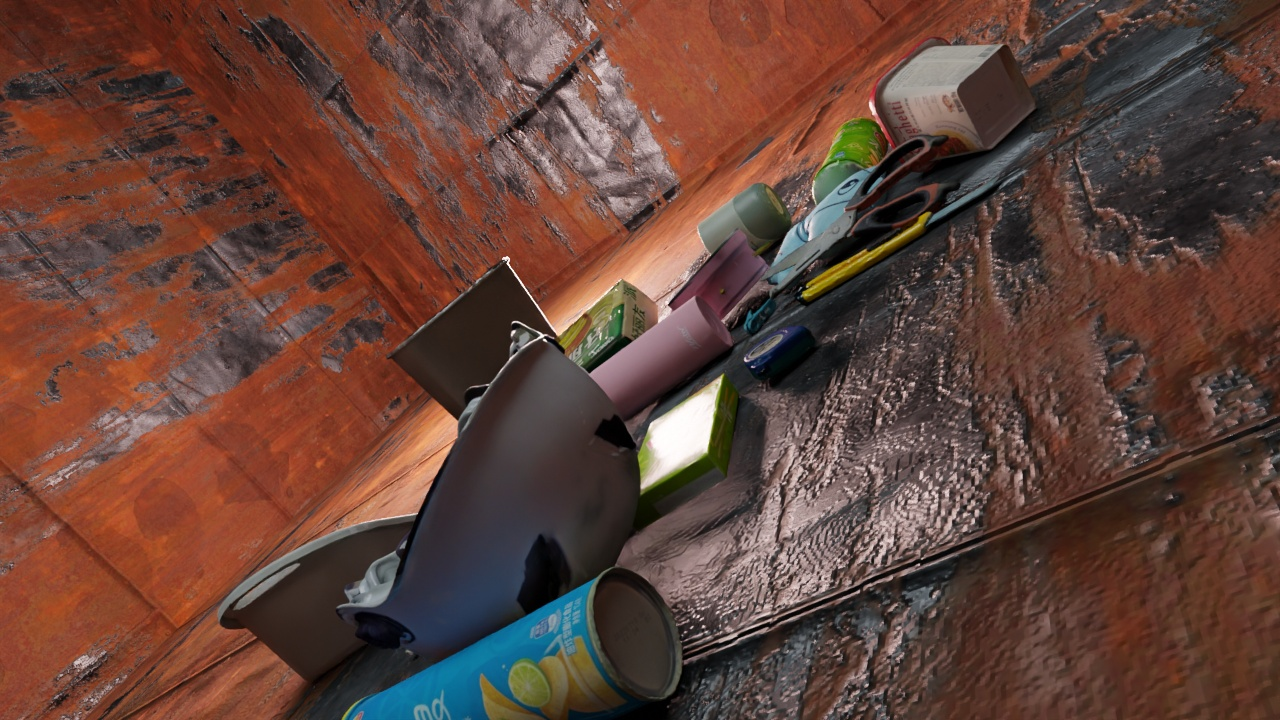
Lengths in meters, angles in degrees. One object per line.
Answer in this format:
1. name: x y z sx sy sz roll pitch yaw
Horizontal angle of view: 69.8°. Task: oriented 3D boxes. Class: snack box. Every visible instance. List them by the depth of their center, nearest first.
1. snack box: 0.035 0.069 0.733 0.086 0.026 0.156 -35 11 20
2. snack box: -0.079 0.019 1.090 0.241 0.063 0.114 -39 28 28

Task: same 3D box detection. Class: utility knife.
1. utility knife: 0.227 -0.109 0.838 0.219 0.015 0.033 -32 16 33

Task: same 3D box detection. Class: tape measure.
1. tape measure: 0.115 -0.006 0.770 0.058 0.025 0.054 -37 8 -6

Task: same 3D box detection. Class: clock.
1. clock: 0.085 -0.081 1.049 0.117 0.060 0.159 -48 2 -23

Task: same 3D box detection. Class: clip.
1. clip: 0.119 -0.043 0.942 0.034 0.013 0.054 -33 13 33

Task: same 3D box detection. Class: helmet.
1. helmet: -0.082 0.106 0.615 0.228 0.146 0.259 -63 11 -29

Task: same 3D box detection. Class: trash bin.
1. trash bin: -0.203 0.005 1.278 0.198 0.220 0.199 -44 11 -19

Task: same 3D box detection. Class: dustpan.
1. dustpan: -0.325 0.226 1.005 0.223 0.142 0.257 -36 12 15

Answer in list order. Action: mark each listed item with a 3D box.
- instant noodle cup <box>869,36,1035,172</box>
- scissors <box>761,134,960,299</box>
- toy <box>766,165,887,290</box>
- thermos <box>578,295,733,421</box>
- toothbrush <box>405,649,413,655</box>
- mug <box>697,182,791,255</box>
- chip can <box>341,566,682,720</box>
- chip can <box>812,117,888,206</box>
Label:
1. instant noodle cup: 0.319 -0.263 0.936 0.116 0.116 0.124 -42 22 -10
2. scissors: 0.212 -0.133 0.892 0.214 0.015 0.197 11 70 53
3. toy: 0.202 -0.141 0.972 0.161 0.050 0.156 -57 20 -21
4. thermos: -0.006 0.006 0.970 0.199 0.087 0.067 -35 -1 19
5. toothbrush: -0.146 0.197 0.843 0.187 0.017 0.016 -44 11 -28
6. mug: 0.151 -0.182 1.259 0.107 0.082 0.111 -35 -20 24
7. chip can: -0.078 0.187 0.508 0.211 0.071 0.071 -34 12 27
8. chip can: 0.255 -0.234 1.105 0.073 0.072 0.220 -33 13 30
